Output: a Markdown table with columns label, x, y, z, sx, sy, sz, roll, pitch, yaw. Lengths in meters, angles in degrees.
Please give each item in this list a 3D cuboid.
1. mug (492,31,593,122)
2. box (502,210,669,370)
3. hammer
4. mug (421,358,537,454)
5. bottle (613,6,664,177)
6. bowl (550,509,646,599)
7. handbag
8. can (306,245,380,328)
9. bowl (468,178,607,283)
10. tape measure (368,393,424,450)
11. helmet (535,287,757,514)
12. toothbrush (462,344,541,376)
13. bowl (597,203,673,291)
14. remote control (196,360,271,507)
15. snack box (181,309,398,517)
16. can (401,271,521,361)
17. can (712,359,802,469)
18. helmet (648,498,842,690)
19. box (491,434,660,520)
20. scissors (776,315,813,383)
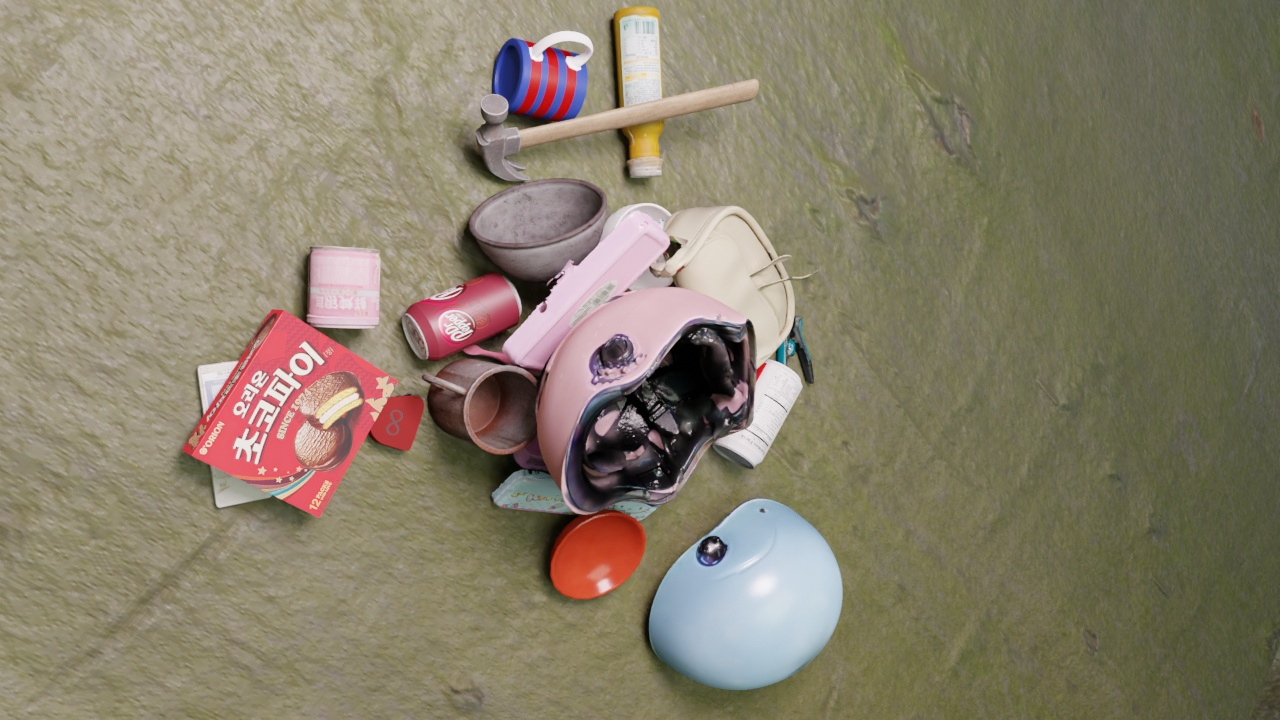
| label | x | y | z | sx | sy | sz | roll | pitch | yaw |
| --- | --- | --- | --- | --- | --- | --- | --- | --- | --- |
| mug | -0.098 | -0.304 | 0.961 | 0.076 | 0.112 | 0.075 | 2 | 65 | -34 |
| box | -0.047 | -0.070 | 0.959 | 0.201 | 0.155 | 0.059 | -45 | 81 | 12 |
| hammer | -0.019 | -0.266 | 0.995 | 0.330 | 0.120 | 0.030 | -19 | 68 | -19 |
| mug | -0.175 | 0.039 | 0.950 | 0.123 | 0.110 | 0.096 | 31 | 73 | -32 |
| bottle | 0.001 | -0.306 | 1.059 | 0.053 | 0.053 | 0.186 | -9 | 101 | -33 |
| bowl | -0.055 | 0.221 | 1.076 | 0.121 | 0.035 | 0.122 | -14 | 122 | -23 |
| handbag | 0.114 | -0.081 | 1.067 | 0.183 | 0.132 | 0.229 | -59 | 135 | -37 |
| can | -0.286 | -0.070 | 0.886 | 0.067 | 0.067 | 0.076 | 0 | 94 | -34 |
| bowl | -0.102 | -0.130 | 0.970 | 0.144 | 0.145 | 0.067 | -32 | 132 | -27 |
| tape measure | -0.256 | 0.060 | 0.950 | 0.051 | 0.019 | 0.059 | 23 | 75 | -31 |
| helmet | -0.007 | 0.030 | 0.925 | 0.255 | 0.152 | 0.230 | -43 | 150 | -10 |
| toothbrush | -0.141 | 0.000 | 1.023 | 0.134 | 0.016 | 0.021 | 16 | 87 | -36 |
| bowl | -0.005 | -0.131 | 1.076 | 0.104 | 0.054 | 0.105 | -5 | 100 | -32 |
| remote control | -0.384 | 0.069 | 0.870 | 0.050 | 0.011 | 0.136 | -9 | 100 | -33 |
| snack box | -0.330 | 0.051 | 0.878 | 0.132 | 0.036 | 0.151 | 38 | 71 | -35 |
| can | -0.185 | -0.046 | 0.958 | 0.114 | 0.063 | 0.063 | -27 | 109 | -29 |
| can | 0.152 | 0.069 | 1.191 | 0.070 | 0.070 | 0.132 | 40 | 74 | -30 |
| helmet | 0.144 | 0.310 | 1.160 | 0.265 | 0.167 | 0.226 | -32 | 121 | -17 |
| box | -0.069 | 0.130 | 1.075 | 0.214 | 0.089 | 0.093 | 13 | 131 | -34 |
| scissors | 0.206 | -0.022 | 1.249 | 0.120 | 0.019 | 0.150 | 27 | 79 | -32 |
